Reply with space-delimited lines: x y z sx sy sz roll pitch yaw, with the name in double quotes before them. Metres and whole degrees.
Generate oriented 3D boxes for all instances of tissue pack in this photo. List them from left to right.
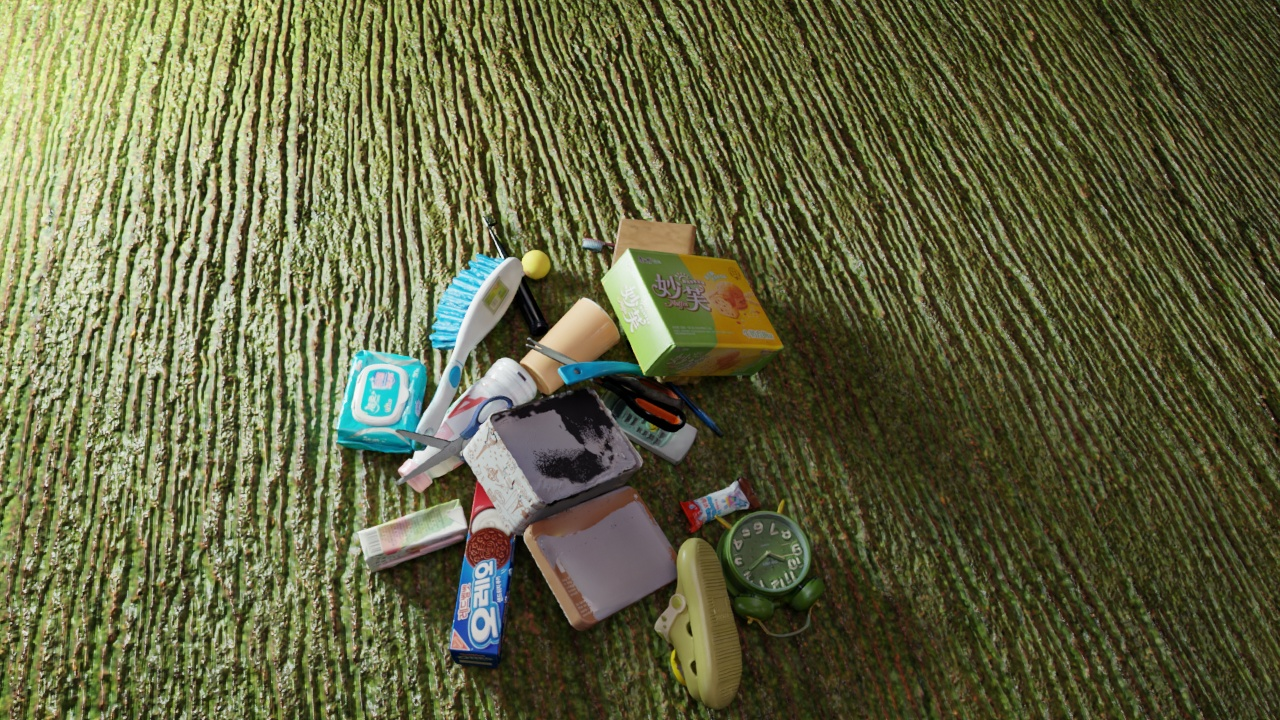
"tissue pack" -0.325 0.056 1.158 0.093 0.050 0.133 5 61 -5

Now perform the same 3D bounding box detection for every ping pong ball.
"ping pong ball" -0.147 -0.135 1.292 0.040 0.040 0.040 3 61 -5

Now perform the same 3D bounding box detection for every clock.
"clock" 0.155 0.253 1.103 0.116 0.056 0.161 -11 63 -12

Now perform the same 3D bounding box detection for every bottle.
"bottle" -0.217 0.082 1.149 0.068 0.068 0.196 38 66 14

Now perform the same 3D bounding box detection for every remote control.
"remote control" 0.006 0.083 1.201 0.135 0.019 0.056 29 61 10

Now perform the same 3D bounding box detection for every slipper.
"slipper" 0.062 0.303 1.059 0.082 0.091 0.190 -19 68 28

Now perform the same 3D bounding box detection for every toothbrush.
"toothbrush" -0.180 -0.125 1.292 0.027 0.026 0.212 -29 66 4
"toothbrush" 0.007 -0.155 1.337 0.187 0.016 0.017 10 68 -1
"toothbrush" 0.047 0.035 1.237 0.189 0.014 0.016 45 41 17

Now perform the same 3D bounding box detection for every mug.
"mug" -0.097 -0.016 1.215 0.078 0.078 0.122 42 69 16

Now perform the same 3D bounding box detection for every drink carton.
"drink carton" -0.264 0.207 1.079 0.122 0.054 0.045 -16 66 -15

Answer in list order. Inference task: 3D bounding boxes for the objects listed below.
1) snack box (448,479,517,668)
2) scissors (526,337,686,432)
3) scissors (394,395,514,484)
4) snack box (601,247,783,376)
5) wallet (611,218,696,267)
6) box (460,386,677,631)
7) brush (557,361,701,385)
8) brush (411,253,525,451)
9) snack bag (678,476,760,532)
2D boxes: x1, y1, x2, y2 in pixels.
"snack box" -0.176 0.245 1.067 0.058 0.057 0.207 6 60 -3
"scissors" -0.040 0.030 1.158 0.234 0.022 0.148 15 30 -33
"scissors" -0.213 0.103 1.106 0.174 0.162 0.012 -52 33 -17
"snack box" 0.070 -0.060 1.208 0.209 0.070 0.157 1 54 -42
"wallet" 0.020 -0.161 1.321 0.115 0.020 0.101 7 54 1
"box" -0.068 0.169 1.076 0.176 0.082 0.259 -15 65 -46
"brush" -0.007 0.007 1.162 0.254 0.046 0.083 -6 52 -50
"brush" -0.237 -0.019 1.181 0.110 0.060 0.313 4 54 39
"snack bag" 0.097 0.182 1.153 0.105 0.026 0.045 -18 61 -18
